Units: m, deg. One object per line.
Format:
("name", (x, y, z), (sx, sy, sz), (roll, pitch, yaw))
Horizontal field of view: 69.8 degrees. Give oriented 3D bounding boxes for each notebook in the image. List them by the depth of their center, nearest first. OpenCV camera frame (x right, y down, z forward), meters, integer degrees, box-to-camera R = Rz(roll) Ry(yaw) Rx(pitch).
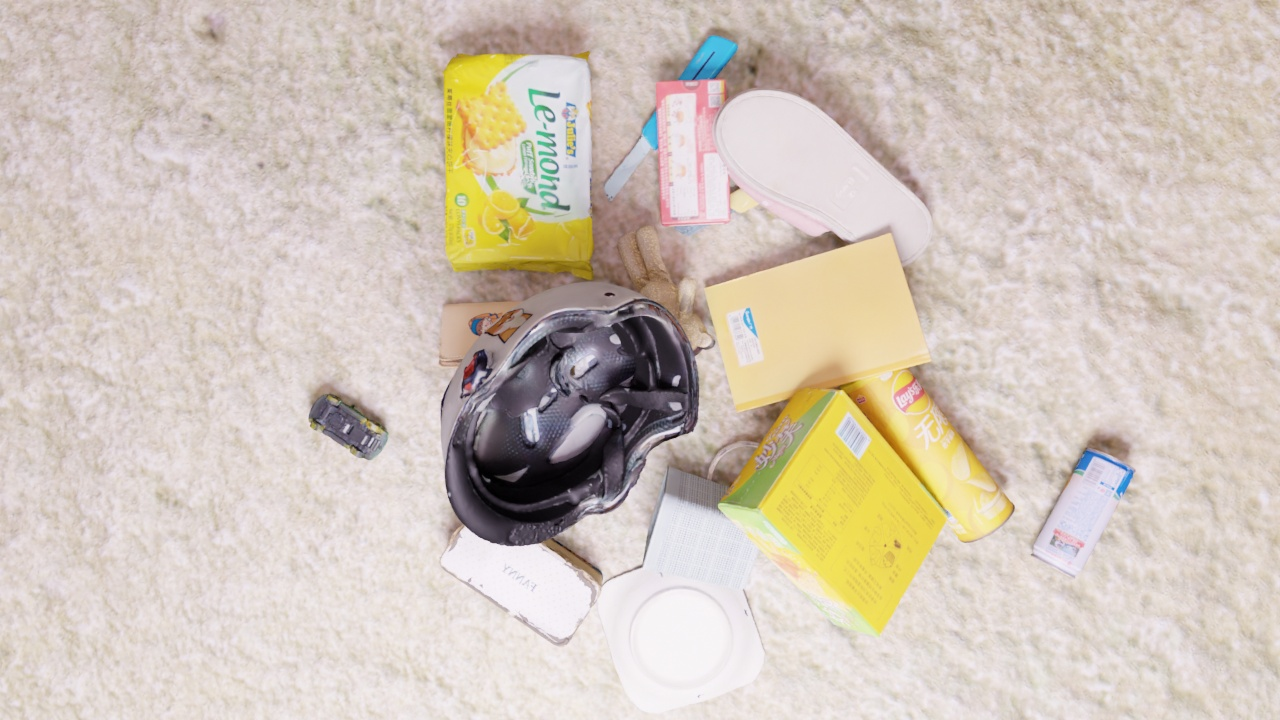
("notebook", (0.182, -0.040, 0.965), (0.206, 0.010, 0.145), (-16, 74, 10))

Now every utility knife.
("utility knife", (0.135, -0.191, 1.006), (0.216, 0.022, 0.031), (-29, 88, -5))
("utility knife", (0.028, -0.266, 1.009), (0.034, 0.018, 0.218), (37, 93, 0))

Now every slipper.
("slipper", (0.194, -0.193, 0.981), (0.274, 0.054, 0.114), (30, 99, -13))

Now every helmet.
("helmet", (-0.087, 0.033, 0.902), (0.274, 0.157, 0.230), (-43, 131, -2))

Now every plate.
("plate", (0.044, 0.301, 1.007), (0.164, 0.034, 0.163), (-20, 90, 2))

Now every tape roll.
("tape roll", (0.117, 0.132, 1.013), (0.086, 0.014, 0.086), (0, 90, 1))

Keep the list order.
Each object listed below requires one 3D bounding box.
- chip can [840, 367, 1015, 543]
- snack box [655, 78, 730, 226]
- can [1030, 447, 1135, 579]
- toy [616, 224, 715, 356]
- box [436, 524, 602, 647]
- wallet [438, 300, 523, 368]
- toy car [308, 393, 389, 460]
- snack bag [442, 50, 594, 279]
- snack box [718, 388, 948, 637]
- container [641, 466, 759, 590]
("chip can", (0.306, 0.090, 0.982), (0.072, 0.072, 0.213), (-38, 91, 1))
("snack box", (0.057, -0.223, 0.988), (0.075, 0.025, 0.153), (-2, 93, 2))
("can", (0.475, 0.164, 0.987), (0.053, 0.053, 0.134), (28, 91, 1))
("toy", (0.024, -0.072, 0.994), (0.105, 0.066, 0.157), (-28, 85, 34))
("box", (-0.133, 0.225, 0.998), (0.184, 0.062, 0.090), (36, 91, 2))
("wallet", (-0.160, -0.027, 0.996), (0.115, 0.024, 0.087), (-2, 60, 0))
("toy car", (-0.320, 0.073, 1.009), (0.091, 0.036, 0.043), (33, 92, 0))
("snack bag", (-0.129, -0.210, 0.987), (0.158, 0.068, 0.246), (0, 91, 2))
("snack box", (0.198, 0.153, 0.926), (0.210, 0.070, 0.157), (47, 68, -22))
("container", (0.068, 0.178, 0.969), (0.111, 0.090, 0.090), (15, 109, 1))
